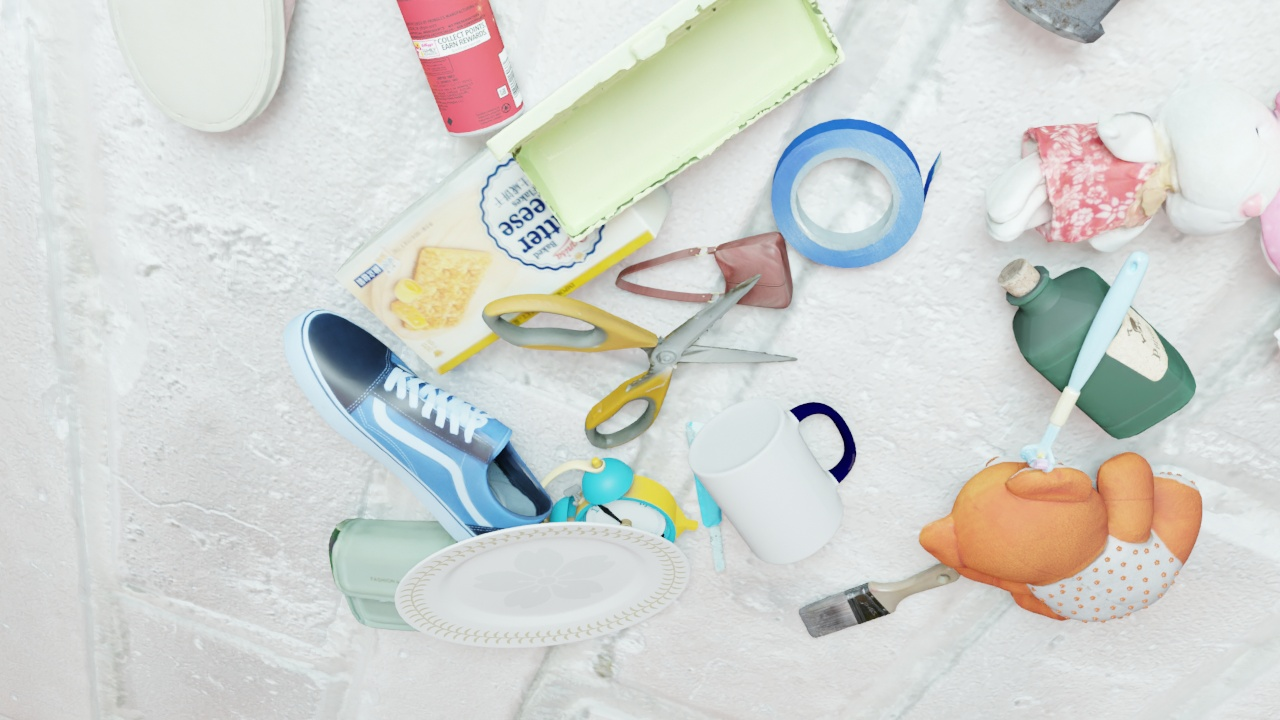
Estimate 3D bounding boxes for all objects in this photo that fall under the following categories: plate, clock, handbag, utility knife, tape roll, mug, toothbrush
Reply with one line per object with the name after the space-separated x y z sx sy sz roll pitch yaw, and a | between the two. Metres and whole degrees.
-0.079 0.187 0.764 0.242 0.016 0.243 -6 144 -5 | plate
-0.024 0.125 0.756 0.129 0.043 0.099 28 127 -18 | clock
-0.209 0.192 0.831 0.122 0.067 0.106 0 125 13 | handbag
0.040 -0.057 0.617 0.120 0.029 0.055 -2 131 21 | handbag
0.054 0.116 0.745 0.022 0.015 0.162 1 124 13 | utility knife
0.127 -0.101 0.566 0.093 0.016 0.092 18 128 0 | tape roll
0.106 0.079 0.676 0.112 0.078 0.097 -35 115 1 | mug
0.259 0.004 0.536 0.022 0.016 0.155 35 133 32 | toothbrush

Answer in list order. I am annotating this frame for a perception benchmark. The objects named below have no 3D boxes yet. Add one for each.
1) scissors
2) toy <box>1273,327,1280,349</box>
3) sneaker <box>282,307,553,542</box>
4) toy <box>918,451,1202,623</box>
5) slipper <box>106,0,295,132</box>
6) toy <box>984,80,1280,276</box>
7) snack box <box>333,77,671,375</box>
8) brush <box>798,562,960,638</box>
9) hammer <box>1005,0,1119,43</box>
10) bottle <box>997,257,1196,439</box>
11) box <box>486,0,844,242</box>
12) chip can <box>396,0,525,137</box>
-0.004 0.003 0.642 0.225 0.016 0.230 6 143 -15 | scissors
0.423 -0.036 0.530 0.110 0.047 0.063 -36 120 22 | toy
-0.153 0.042 0.693 0.098 0.083 0.241 -28 113 28 | sneaker
0.294 0.122 0.657 0.172 0.092 0.164 25 131 -22 | toy
-0.242 -0.254 0.513 0.114 0.054 0.275 22 131 -4 | slipper
0.286 -0.101 0.490 0.194 0.084 0.159 -4 138 14 | toy
-0.092 -0.080 0.606 0.208 0.057 0.104 -29 115 30 | snack box
0.201 0.202 0.778 0.152 0.012 0.039 -30 114 30 | brush
0.112 -0.268 0.431 0.328 0.052 0.098 28 127 -5 | hammer
0.273 -0.016 0.568 0.131 0.061 0.061 37 123 -15 | bottle
0.012 -0.151 0.489 0.188 0.066 0.127 -34 158 8 | box
-0.121 -0.233 0.503 0.052 0.051 0.215 -6 125 17 | chip can
